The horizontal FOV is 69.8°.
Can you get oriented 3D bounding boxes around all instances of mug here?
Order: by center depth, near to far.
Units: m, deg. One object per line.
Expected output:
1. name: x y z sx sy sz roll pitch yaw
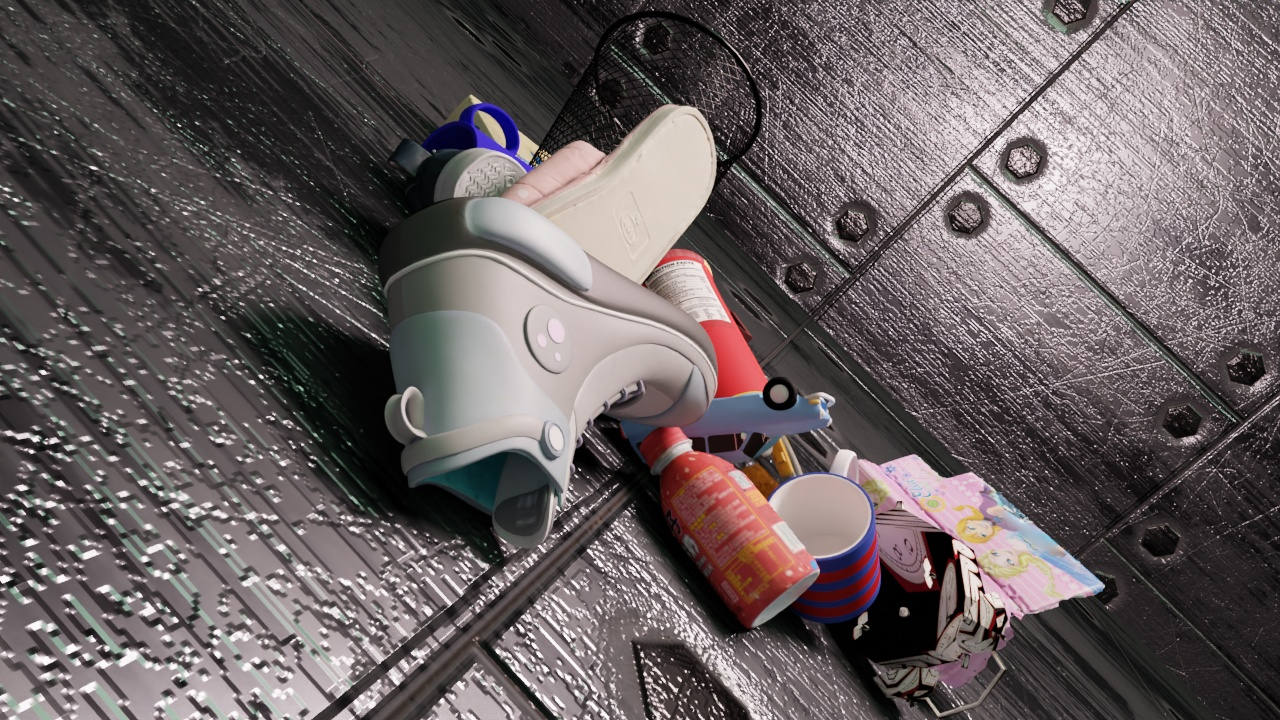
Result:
1. mug: 0.135 0.118 0.651 0.111 0.075 0.076 -59 145 -37
2. mug: -0.128 -0.153 0.746 0.079 0.111 0.083 1 -17 38

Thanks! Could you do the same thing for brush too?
1. brush: 0.110 0.114 0.820 0.048 0.017 0.126 47 14 12

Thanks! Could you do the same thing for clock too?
1. clock: 0.196 0.180 0.665 0.065 0.115 0.154 31 21 -42

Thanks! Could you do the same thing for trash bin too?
1. trash bin: -0.009 -0.189 0.868 0.184 0.185 0.209 40 58 -16

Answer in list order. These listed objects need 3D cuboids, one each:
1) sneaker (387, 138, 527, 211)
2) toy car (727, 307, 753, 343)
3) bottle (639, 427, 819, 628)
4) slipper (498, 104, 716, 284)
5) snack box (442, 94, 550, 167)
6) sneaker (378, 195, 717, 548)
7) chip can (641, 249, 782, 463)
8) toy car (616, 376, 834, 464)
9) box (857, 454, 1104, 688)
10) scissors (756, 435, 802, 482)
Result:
1. sneaker: -0.089 -0.075 0.680 0.087 0.089 0.235 20 -19 39
2. toy car: 0.077 -0.037 1.076 0.169 0.062 0.070 34 17 -35
3. bottle: 0.050 0.100 0.593 0.137 0.062 0.062 51 16 26
4. slipper: -0.039 -0.086 0.618 0.054 0.273 0.114 13 -45 37
5. snack box: -0.106 -0.179 0.989 0.207 0.055 0.153 31 19 -42
6. sneaker: -0.033 0.030 0.497 0.256 0.093 0.160 31 44 -48
7. chip can: 0.059 -0.009 0.857 0.087 0.087 0.213 32 24 -40
8. toy car: 0.062 0.047 0.653 0.056 0.153 0.054 30 55 -69
9. box: 0.259 0.156 0.800 0.062 0.161 0.230 59 -2 -32
10. scissors: 0.123 0.048 0.942 0.175 0.016 0.224 52 18 -29
